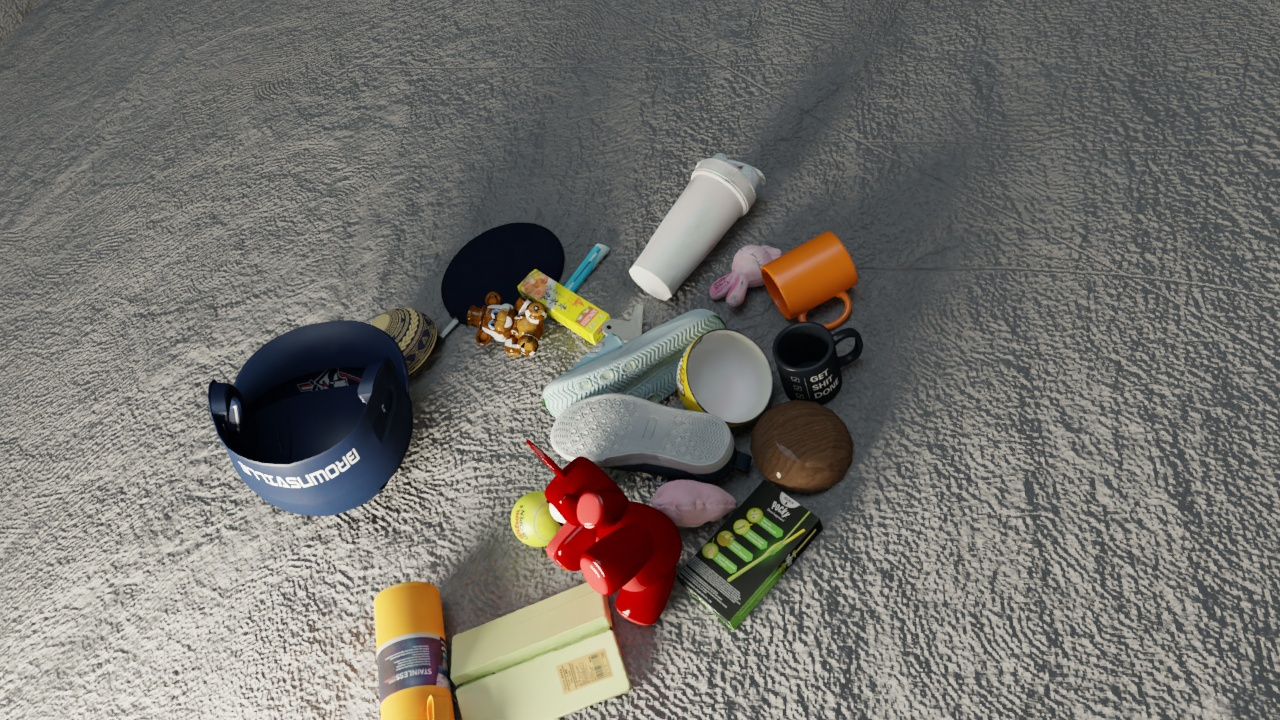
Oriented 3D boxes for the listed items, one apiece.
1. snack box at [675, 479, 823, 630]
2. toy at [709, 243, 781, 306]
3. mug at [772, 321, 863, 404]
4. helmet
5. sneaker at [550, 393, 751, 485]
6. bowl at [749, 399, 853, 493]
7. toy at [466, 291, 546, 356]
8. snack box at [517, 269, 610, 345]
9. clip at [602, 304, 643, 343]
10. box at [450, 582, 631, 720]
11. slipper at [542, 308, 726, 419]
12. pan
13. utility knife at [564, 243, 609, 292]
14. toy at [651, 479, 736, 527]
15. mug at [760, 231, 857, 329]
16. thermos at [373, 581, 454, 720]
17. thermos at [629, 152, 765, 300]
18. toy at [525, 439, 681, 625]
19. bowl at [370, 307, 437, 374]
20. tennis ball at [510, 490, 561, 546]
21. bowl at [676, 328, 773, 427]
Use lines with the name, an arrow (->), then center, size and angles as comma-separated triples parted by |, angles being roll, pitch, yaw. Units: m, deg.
snack box -> 0.119, 0.209, 0.997 | 0.147, 0.025, 0.080 | -45, 52, -14
toy -> 0.141, -0.117, 1.218 | 0.110, 0.047, 0.063 | -47, 44, -12
mug -> 0.213, -0.002, 1.083 | 0.105, 0.077, 0.071 | -25, 50, 2
helmet -> -0.404, 0.067, 1.175 | 0.232, 0.223, 0.271 | -7, 61, -2
sneaker -> 0.010, 0.099, 1.081 | 0.236, 0.087, 0.089 | 6, 66, 23
bowl -> 0.183, 0.090, 1.039 | 0.118, 0.030, 0.117 | -2, 58, 2
toy -> -0.187, -0.052, 1.280 | 0.112, 0.067, 0.087 | 14, 87, 7
snack box -> -0.106, -0.076, 1.280 | 0.148, 0.029, 0.040 | 32, 71, 28
clip -> -0.025, -0.032, 1.238 | 0.054, 0.040, 0.101 | 3, 53, 0
box -> -0.113, 0.324, 0.992 | 0.188, 0.047, 0.140 | -21, 53, 4
slipper -> -0.007, 0.007, 1.150 | 0.245, 0.104, 0.074 | -29, 38, -1
pan -> -0.258, -0.077, 1.359 | 0.199, 0.021, 0.355 | 27, 69, 34
utility knife -> -0.087, -0.121, 1.329 | 0.022, 0.015, 0.123 | 31, 70, 11
toy -> 0.050, 0.160, 1.020 | 0.099, 0.095, 0.052 | -1, 85, 20
mug -> 0.221, -0.092, 1.158 | 0.096, 0.077, 0.112 | -28, 78, -1
thermos -> -0.243, 0.354, 0.986 | 0.076, 0.092, 0.232 | -8, 49, -12
thermos -> 0.073, -0.190, 1.268 | 0.099, 0.099, 0.220 | 27, 71, 34
toy -> -0.045, 0.181, 0.996 | 0.120, 0.158, 0.197 | -45, 51, -7
bowl -> -0.357, -0.033, 1.321 | 0.113, 0.061, 0.112 | -20, 47, 23
tennis ball -> -0.119, 0.186, 1.079 | 0.065, 0.065, 0.065 | -10, 52, 13
bowl -> 0.093, 0.026, 1.102 | 0.117, 0.068, 0.117 | 6, 72, -21
